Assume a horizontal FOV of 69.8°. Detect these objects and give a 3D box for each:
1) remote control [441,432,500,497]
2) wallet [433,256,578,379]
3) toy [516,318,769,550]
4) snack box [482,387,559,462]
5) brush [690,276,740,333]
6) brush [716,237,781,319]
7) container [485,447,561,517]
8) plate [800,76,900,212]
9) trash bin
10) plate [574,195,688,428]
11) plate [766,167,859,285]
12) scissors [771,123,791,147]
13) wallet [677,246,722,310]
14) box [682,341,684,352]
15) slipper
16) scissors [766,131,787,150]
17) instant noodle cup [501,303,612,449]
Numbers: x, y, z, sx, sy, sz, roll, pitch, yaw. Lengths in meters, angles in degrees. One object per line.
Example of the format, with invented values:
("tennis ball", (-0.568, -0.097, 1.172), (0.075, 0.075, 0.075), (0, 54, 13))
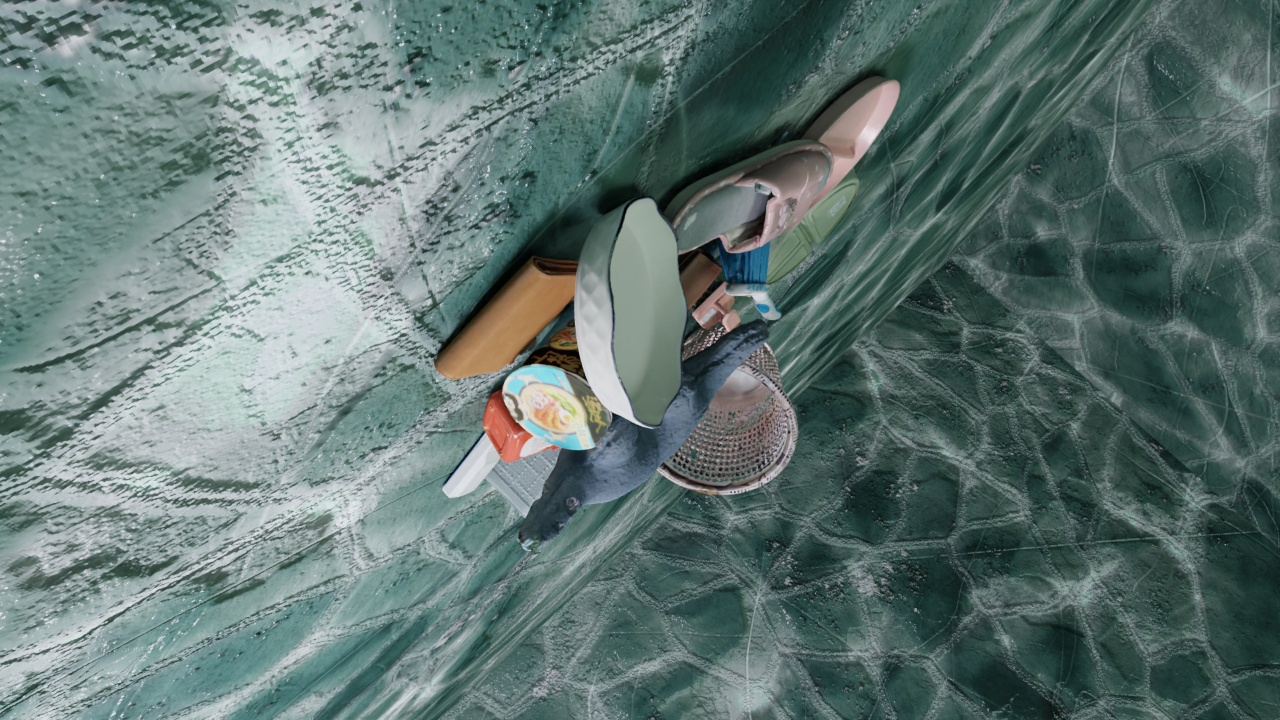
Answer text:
("remote control", (-0.180, 0.111, 1.059), (0.125, 0.024, 0.049), (-51, 165, 23))
("wallet", (-0.109, -0.037, 0.804), (0.132, 0.031, 0.107), (-44, 168, 19))
("toy", (-0.005, 0.078, 0.971), (0.355, 0.091, 0.138), (-40, -179, -25))
("snack box", (-0.119, 0.061, 0.975), (0.080, 0.082, 0.091), (-25, 160, -29))
("brush", (0.103, -0.068, 1.238), (0.063, 0.073, 0.145), (-45, 168, 1))
("brush", (0.152, -0.104, 1.202), (0.061, 0.109, 0.314), (-2, -177, 16))
("container", (-0.121, 0.126, 1.143), (0.111, 0.090, 0.090), (-48, 167, 3))
("plate", (0.232, -0.258, 1.138), (0.229, 0.028, 0.230), (-41, 166, -13))
("trash bin", (0.118, 0.049, 1.332), (0.228, 0.227, 0.191), (-53, -171, 31))
("plate", (-0.006, -0.043, 0.832), (0.046, 0.205, 0.204), (-2, 180, 19))
("plate", (0.244, -0.193, 1.369), (0.230, 0.027, 0.230), (-41, 167, -12))
("scissors", (0.105, -0.191, 1.010), (0.175, 0.012, 0.163), (-30, 159, -49))
("wallet", (0.040, -0.084, 1.103), (0.125, 0.032, 0.101), (-47, 162, 11))
("box", (-0.007, 0.006, 1.074), (0.091, 0.076, 0.169), (-10, 154, -19))
("slipper", (0.127, -0.166, 0.976), (0.273, 0.054, 0.114), (-24, 150, -40))
("scissors", (0.142, -0.206, 1.030), (0.093, 0.017, 0.138), (-33, 157, -42))
("instant noodle cup", (-0.061, 0.006, 0.896), (0.111, 0.111, 0.120), (-60, -175, 48))
